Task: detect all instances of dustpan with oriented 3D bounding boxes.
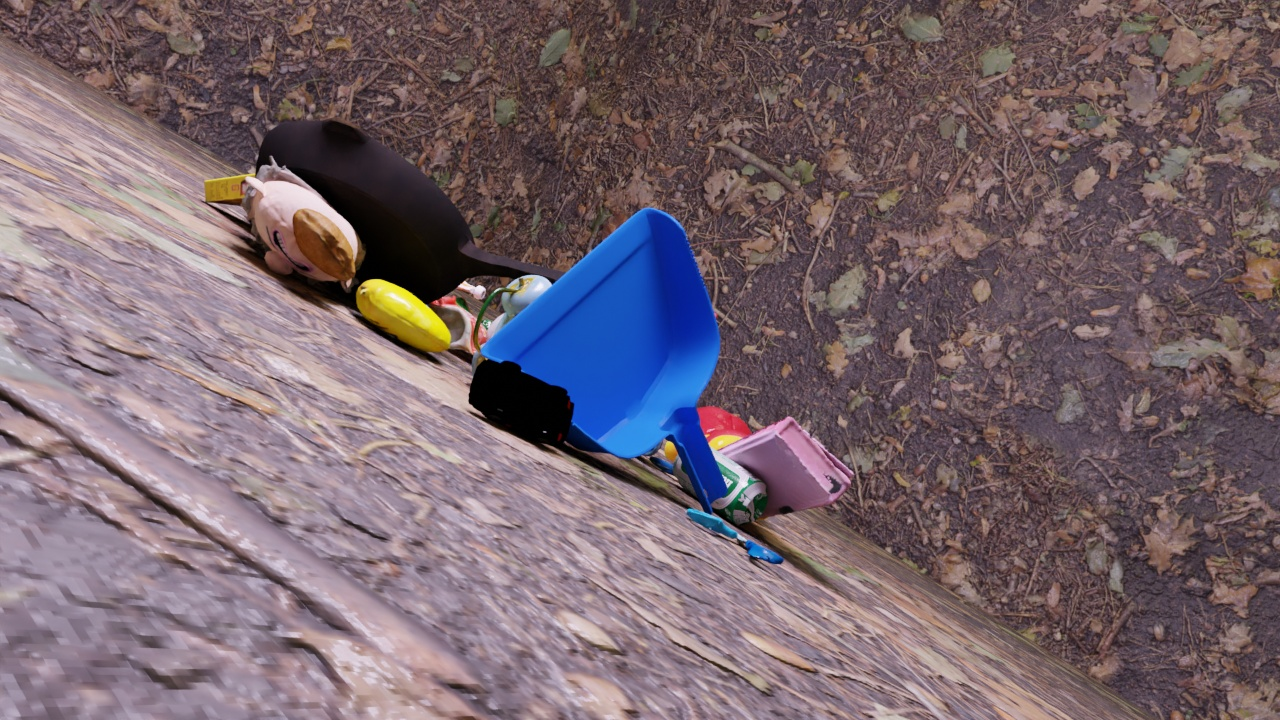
[{"bbox_3d":[0.007,0.031,0.815,0.060,0.244,0.258,0,-56,40],"label":"dustpan"}]

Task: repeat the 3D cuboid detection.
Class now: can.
[{"bbox_3d":[0.083,0.127,0.947,0.101,0.053,0.053,31,0,41],"label":"can"}]

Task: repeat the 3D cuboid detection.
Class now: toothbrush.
[{"bbox_3d":[0.057,0.134,1.003,0.132,0.016,0.021,31,-5,38],"label":"toothbrush"}]

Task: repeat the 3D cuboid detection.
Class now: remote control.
[{"bbox_3d":[-0.257,-0.050,0.918,0.124,0.010,0.039,31,-1,-21],"label":"remote control"}]

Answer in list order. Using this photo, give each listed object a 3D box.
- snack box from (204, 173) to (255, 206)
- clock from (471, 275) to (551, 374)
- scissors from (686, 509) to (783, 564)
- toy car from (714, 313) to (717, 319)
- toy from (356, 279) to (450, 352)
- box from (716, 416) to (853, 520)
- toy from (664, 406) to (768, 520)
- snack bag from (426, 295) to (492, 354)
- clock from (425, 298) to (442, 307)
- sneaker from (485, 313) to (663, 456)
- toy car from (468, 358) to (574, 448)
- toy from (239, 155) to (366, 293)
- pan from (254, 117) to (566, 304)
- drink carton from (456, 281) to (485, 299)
[{"bbox_3d":[-0.399,-0.185,0.999,0.152,0.025,0.075,3,3,35],"label":"snack box"},{"bbox_3d":[-0.091,-0.012,0.828,0.060,0.118,0.162,17,-14,32],"label":"clock"},{"bbox_3d":[0.095,0.159,0.777,0.103,0.015,0.133,25,-8,38],"label":"scissors"},{"bbox_3d":[-0.005,0.006,0.927,0.081,0.190,0.056,33,24,-10],"label":"toy car"},{"bbox_3d":[-0.207,-0.038,0.806,0.094,0.041,0.095,37,-5,-38],"label":"toy"},{"bbox_3d":[0.137,0.113,0.956,0.098,0.046,0.233,50,-19,4],"label":"box"},{"bbox_3d":[0.108,0.124,1.180,0.147,0.099,0.216,38,3,-9],"label":"toy"},{"bbox_3d":[-0.189,-0.038,1.031,0.087,0.044,0.155,53,8,2],"label":"snack bag"},{"bbox_3d":[-0.263,-0.064,1.066,0.123,0.042,0.087,24,3,-36],"label":"clock"},{"bbox_3d":[-0.062,0.027,1.000,0.235,0.087,0.079,35,5,-17],"label":"sneaker"},{"bbox_3d":[-0.088,0.031,0.668,0.091,0.042,0.036,30,-25,-35],"label":"toy car"},{"bbox_3d":[-0.283,-0.102,0.776,0.132,0.076,0.176,45,-10,-28],"label":"toy"},{"bbox_3d":[-0.212,-0.107,0.881,0.356,0.043,0.249,20,-30,6],"label":"pan"},{"bbox_3d":[-0.244,-0.100,1.062,0.122,0.039,0.069,17,7,-32],"label":"drink carton"}]
